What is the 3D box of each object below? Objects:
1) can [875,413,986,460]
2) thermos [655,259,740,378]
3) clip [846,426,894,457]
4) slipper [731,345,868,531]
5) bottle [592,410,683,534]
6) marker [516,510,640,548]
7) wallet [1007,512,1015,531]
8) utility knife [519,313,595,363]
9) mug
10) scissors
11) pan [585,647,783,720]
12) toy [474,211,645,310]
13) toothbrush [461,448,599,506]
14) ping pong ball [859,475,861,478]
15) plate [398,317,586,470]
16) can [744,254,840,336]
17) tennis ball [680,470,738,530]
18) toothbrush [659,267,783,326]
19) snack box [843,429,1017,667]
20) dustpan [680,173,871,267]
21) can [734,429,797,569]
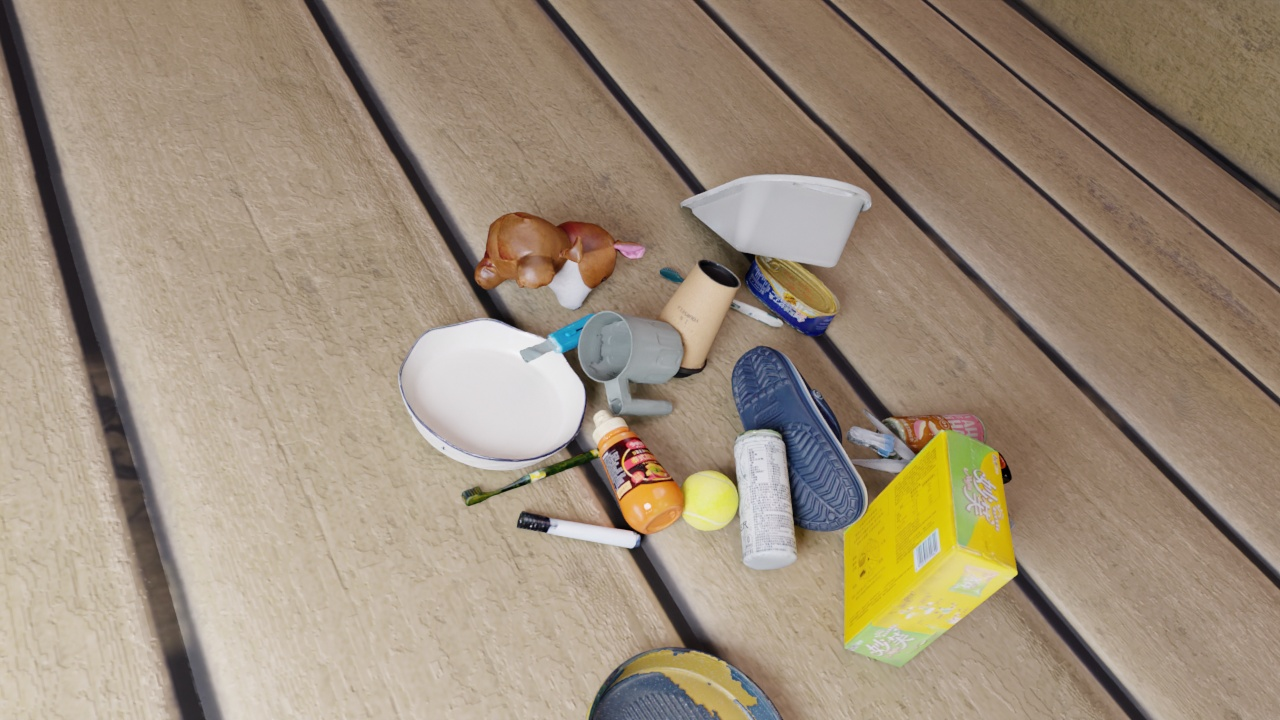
[{"bbox_3d":[0.382,0.100,1.206,0.147,0.058,0.058,-1,48,-26],"label":"can"},{"bbox_3d":[0.065,-0.052,1.155,0.093,0.144,0.093,22,30,-14],"label":"thermos"},{"bbox_3d":[0.277,0.095,1.106,0.058,0.036,0.025,19,58,1],"label":"clip"},{"bbox_3d":[0.188,0.096,1.096,0.095,0.105,0.252,15,41,-46],"label":"slipper"},{"bbox_3d":[-0.011,0.114,0.996,0.066,0.067,0.149,-11,54,-33],"label":"bottle"},{"bbox_3d":[-0.063,0.175,0.948,0.130,0.018,0.022,12,34,-14],"label":"marker"},{"bbox_3d":[0.387,0.188,1.136,0.106,0.037,0.130,-34,68,-32],"label":"wallet"},{"bbox_3d":[-0.088,-0.025,1.081,0.034,0.018,0.222,43,23,7],"label":"utility knife"},{"bbox_3d":[-0.006,0.006,1.090,0.103,0.084,0.124,5,70,-51],"label":"mug"},{"bbox_3d":[0.361,0.143,1.120,0.232,0.022,0.220,-11,60,-24],"label":"scissors"},{"bbox_3d":[0.094,0.393,0.756,0.197,0.078,0.357,-19,58,-38],"label":"pan"},{"bbox_3d":[-0.101,-0.126,1.163,0.140,0.130,0.199,6,14,39],"label":"toy"},{"bbox_3d":[-0.109,0.120,0.987,0.185,0.012,0.017,-17,45,-37],"label":"toothbrush"},{"bbox_3d":[0.247,0.150,1.104,0.040,0.040,0.040,13,43,-13],"label":"ping pong ball"},{"bbox_3d":[-0.164,0.040,1.017,0.204,0.046,0.204,14,44,-14],"label":"plate"},{"bbox_3d":[0.219,-0.099,1.337,0.148,0.049,0.074,42,44,18],"label":"can"},{"bbox_3d":[0.074,0.152,1.000,0.065,0.066,0.065,13,43,-13],"label":"tennis ball"},{"bbox_3d":[0.116,-0.090,1.305,0.191,0.016,0.018,24,31,-1],"label":"toothbrush"},{"bbox_3d":[0.290,0.196,0.951,0.070,0.211,0.157,21,43,-7],"label":"snack box"},{"bbox_3d":[0.210,-0.233,1.343,0.222,0.143,0.257,8,26,-19],"label":"dustpan"},{"bbox_3d":[0.136,0.153,1.010,0.058,0.058,0.146,8,59,-18],"label":"can"}]
